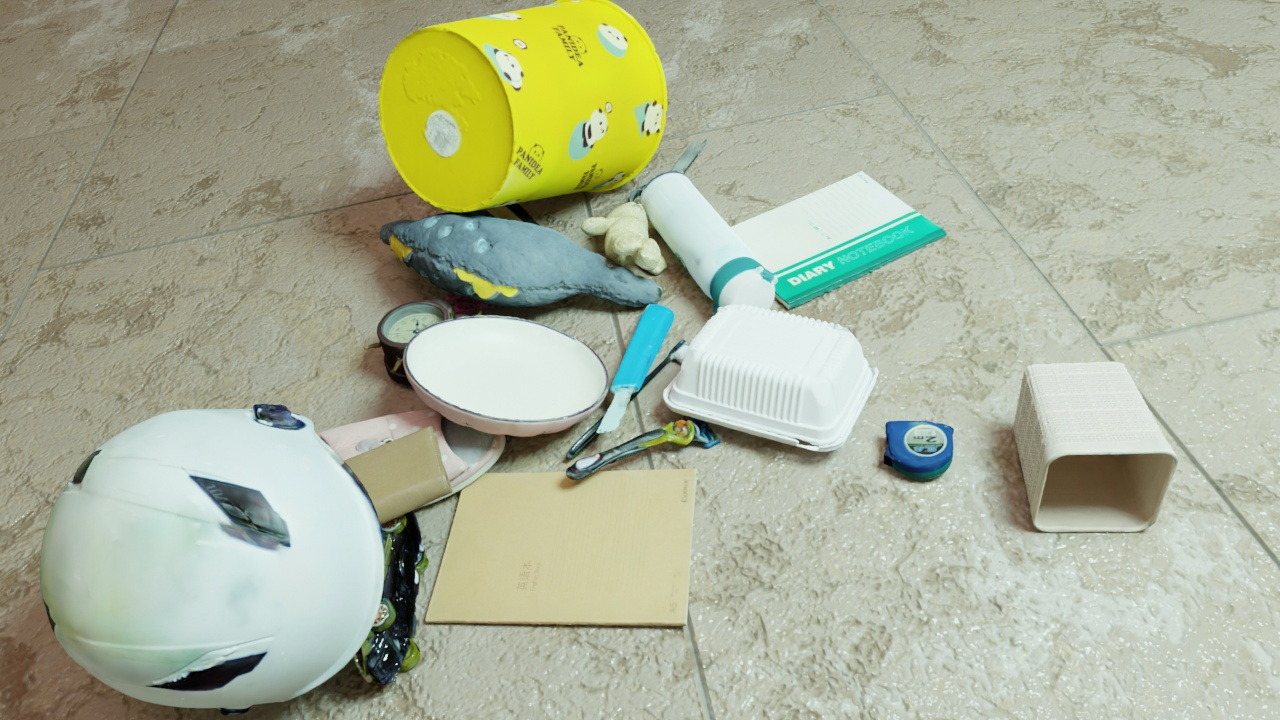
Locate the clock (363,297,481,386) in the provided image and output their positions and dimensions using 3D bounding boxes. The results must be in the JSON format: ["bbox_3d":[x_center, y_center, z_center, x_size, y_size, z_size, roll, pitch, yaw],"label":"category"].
[{"bbox_3d":[-0.218,-0.026,0.951,0.121,0.055,0.082,-35,48,-27],"label":"clock"}]

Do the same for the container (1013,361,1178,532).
[{"bbox_3d":[0.350,0.064,0.725,0.090,0.090,0.110,-2,40,9],"label":"container"}]

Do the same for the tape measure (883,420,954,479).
[{"bbox_3d":[0.236,0.076,0.778,0.058,0.025,0.054,-1,46,16],"label":"tape measure"}]

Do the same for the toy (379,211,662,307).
[{"bbox_3d":[-0.154,-0.108,0.986,0.357,0.091,0.137,14,10,16],"label":"toy"}]

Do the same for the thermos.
[{"bbox_3d":[0.070,-0.121,0.989,0.073,0.073,0.224,-21,44,-11],"label":"thermos"}]

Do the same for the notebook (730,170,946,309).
[{"bbox_3d":[0.208,-0.138,1.018,0.209,0.012,0.150,-25,46,-15],"label":"notebook"}]

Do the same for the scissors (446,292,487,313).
[{"bbox_3d":[-0.149,-0.081,1.026,0.135,0.017,0.064,-17,34,-12],"label":"scissors"}]

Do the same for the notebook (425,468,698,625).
[{"bbox_3d":[-0.060,0.153,0.766,0.212,0.012,0.149,-2,44,10],"label":"notebook"}]

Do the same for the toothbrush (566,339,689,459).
[{"bbox_3d":[-0.008,0.036,0.874,0.018,0.016,0.180,32,57,25],"label":"toothbrush"}]

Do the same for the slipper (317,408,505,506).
[{"bbox_3d":[-0.255,0.100,0.822,0.274,0.054,0.114,-21,40,-8],"label":"slipper"}]

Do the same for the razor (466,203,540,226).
[{"bbox_3d":[-0.162,-0.179,1.100,0.062,0.068,0.167,-1,34,-48],"label":"razor"}]

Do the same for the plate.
[{"bbox_3d":[-0.127,0.018,0.867,0.192,0.039,0.192,10,28,-6],"label":"plate"}]

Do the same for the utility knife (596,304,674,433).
[{"bbox_3d":[-0.005,0.005,0.885,0.034,0.018,0.202,6,37,15],"label":"utility knife"}]

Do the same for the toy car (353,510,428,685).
[{"bbox_3d":[-0.198,0.178,0.725,0.042,0.070,0.157,-8,41,4],"label":"toy car"}]

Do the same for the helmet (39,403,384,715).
[{"bbox_3d":[-0.324,0.140,0.652,0.259,0.145,0.229,11,90,31],"label":"helmet"}]

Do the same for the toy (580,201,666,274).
[{"bbox_3d":[-0.011,-0.134,0.993,0.105,0.066,0.157,22,15,-14],"label":"toy"}]

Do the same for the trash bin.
[{"bbox_3d":[-0.131,-0.278,1.015,0.230,0.230,0.254,17,28,26],"label":"trash bin"}]

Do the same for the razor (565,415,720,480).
[{"bbox_3d":[0.000,0.076,0.814,0.142,0.022,0.042,-17,41,-20],"label":"razor"}]

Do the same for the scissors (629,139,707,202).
[{"bbox_3d":[0.052,-0.230,1.146,0.173,0.014,0.142,-26,42,-18],"label":"scissors"}]

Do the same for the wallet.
[{"bbox_3d":[-0.214,0.101,0.743,0.115,0.033,0.090,-24,32,-8],"label":"wallet"}]

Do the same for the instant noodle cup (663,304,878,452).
[{"bbox_3d":[0.119,0.005,0.839,0.174,0.060,0.137,13,39,25],"label":"instant noodle cup"}]
